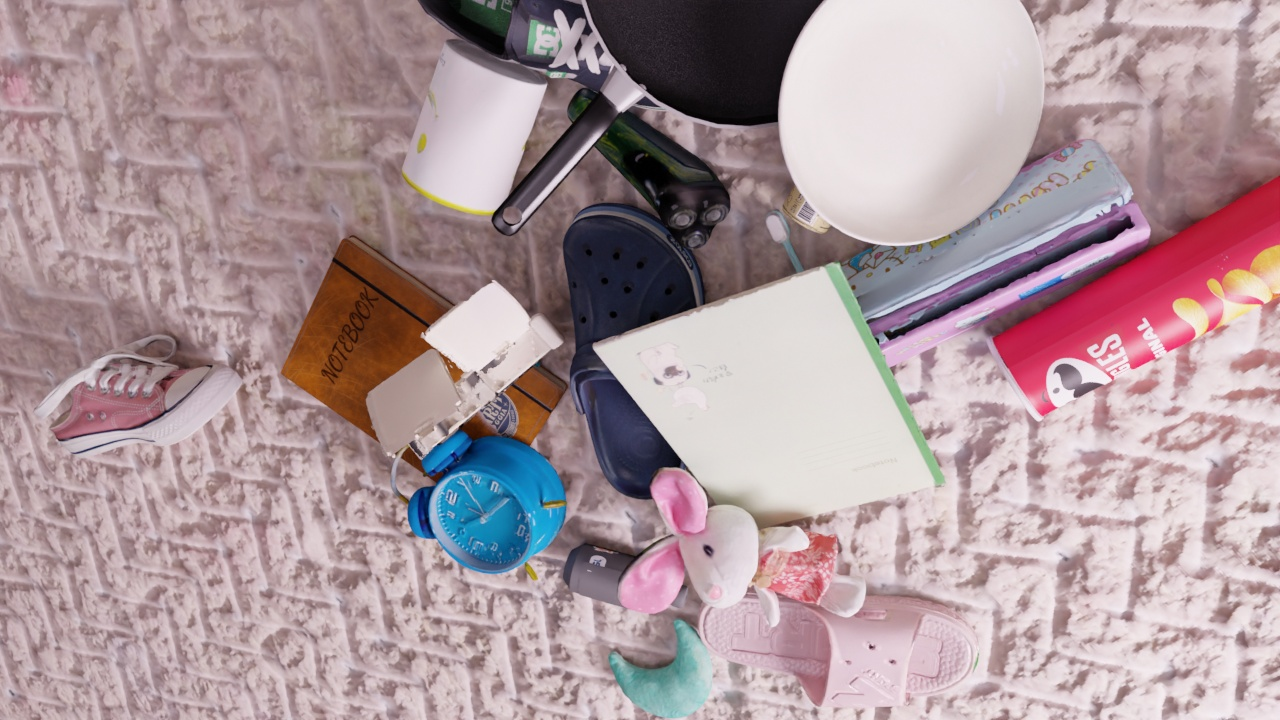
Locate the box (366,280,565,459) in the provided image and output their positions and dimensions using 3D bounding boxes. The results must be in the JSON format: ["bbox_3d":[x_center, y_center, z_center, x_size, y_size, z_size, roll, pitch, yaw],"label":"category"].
[{"bbox_3d":[-0.132,0.005,0.683,0.143,0.191,0.069,-41,95,-3],"label":"box"}]

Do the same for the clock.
[{"bbox_3d":[-0.145,0.123,0.810,0.161,0.060,0.117,22,115,8],"label":"clock"}]

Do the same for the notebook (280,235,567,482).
[{"bbox_3d":[-0.189,0.016,0.824,0.249,0.014,0.179,35,116,1],"label":"notebook"}]

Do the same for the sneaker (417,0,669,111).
[{"bbox_3d":[-0.044,-0.226,0.642,0.235,0.078,0.084,21,127,3],"label":"sneaker"}]

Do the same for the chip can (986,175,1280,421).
[{"bbox_3d":[0.352,-0.042,0.617,0.221,0.069,0.069,-34,98,24],"label":"chip can"}]

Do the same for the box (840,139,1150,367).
[{"bbox_3d":[0.233,-0.063,0.641,0.215,0.077,0.096,-28,100,23],"label":"box"}]

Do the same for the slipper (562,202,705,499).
[{"bbox_3d":[-0.004,0.004,0.725,0.105,0.095,0.253,1,114,18],"label":"slipper"}]

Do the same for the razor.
[{"bbox_3d":[0.002,-0.147,0.681,0.151,0.067,0.054,43,120,6],"label":"razor"}]

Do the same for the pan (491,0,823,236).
[{"bbox_3d":[0.023,-0.219,0.602,0.225,0.034,0.357,41,99,-18],"label":"pan"}]

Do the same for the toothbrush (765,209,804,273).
[{"bbox_3d":[0.140,-0.034,0.711,0.016,0.016,0.180,-24,103,21],"label":"toothbrush"}]

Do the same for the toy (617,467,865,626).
[{"bbox_3d":[0.085,0.164,0.748,0.194,0.084,0.159,17,123,-5],"label":"toy"}]

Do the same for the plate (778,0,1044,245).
[{"bbox_3d":[0.174,-0.169,0.606,0.182,0.034,0.182,-3,109,-10],"label":"plate"}]

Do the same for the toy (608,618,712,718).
[{"bbox_3d":[0.026,0.293,0.861,0.105,0.033,0.085,-36,86,25],"label":"toy"}]

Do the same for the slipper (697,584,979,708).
[{"bbox_3d":[0.163,0.250,0.786,0.239,0.064,0.094,4,111,16],"label":"slipper"}]

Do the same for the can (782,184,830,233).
[{"bbox_3d":[0.138,-0.135,0.659,0.038,0.038,0.080,31,115,3],"label":"can"}]

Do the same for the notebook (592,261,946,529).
[{"bbox_3d":[0.105,0.043,0.690,0.182,0.010,0.252,-18,131,22],"label":"notebook"}]

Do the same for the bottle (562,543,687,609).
[{"bbox_3d":[-0.013,0.198,0.826,0.112,0.046,0.047,13,113,10],"label":"bottle"}]

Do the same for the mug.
[{"bbox_3d":[-0.126,-0.176,0.695,0.082,0.082,0.106,27,115,4],"label":"mug"}]

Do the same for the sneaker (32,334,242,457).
[{"bbox_3d":[-0.480,0.030,0.864,0.242,0.118,0.088,-13,124,26],"label":"sneaker"}]
